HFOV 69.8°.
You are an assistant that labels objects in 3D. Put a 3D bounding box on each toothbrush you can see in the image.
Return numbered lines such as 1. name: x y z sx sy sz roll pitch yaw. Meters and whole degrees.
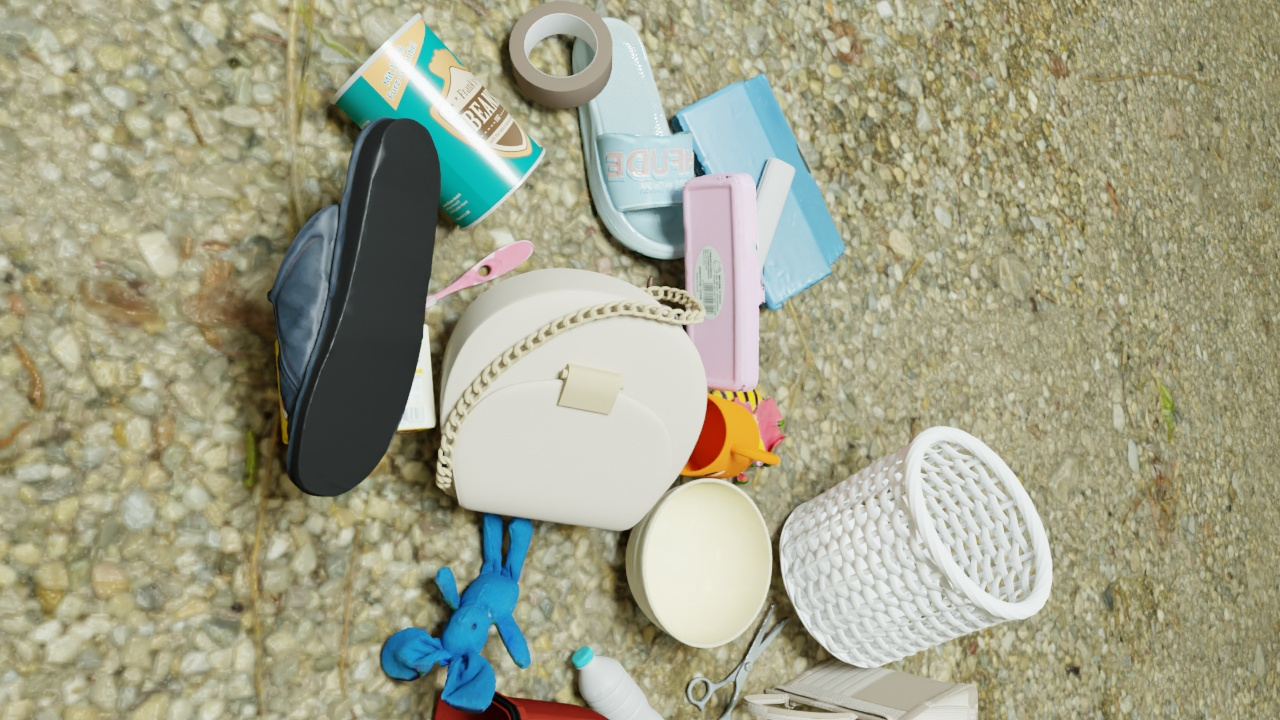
1. toothbrush: -0.143 -0.074 0.802 0.134 0.016 0.021 -35 104 -32

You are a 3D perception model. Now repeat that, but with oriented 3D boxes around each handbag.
1. handbag: -0.058 0.031 0.753 0.210 0.103 0.209 12 108 -19
2. handbag: 0.187 0.330 0.883 0.197 0.176 0.062 11 78 -31

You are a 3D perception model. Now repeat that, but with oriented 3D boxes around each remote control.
1. remote control: 0.128 -0.146 0.953 0.033 0.012 0.131 22 83 -20

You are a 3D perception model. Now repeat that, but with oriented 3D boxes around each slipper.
1. slipper: -0.212 -0.041 0.646 0.109 0.083 0.265 18 82 -71
2. slipper: -0.001 -0.216 0.885 0.103 0.074 0.245 -15 91 -34

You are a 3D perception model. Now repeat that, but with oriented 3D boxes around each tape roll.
1. tape roll: -0.072 -0.281 0.843 0.093 0.030 0.093 1 75 -2

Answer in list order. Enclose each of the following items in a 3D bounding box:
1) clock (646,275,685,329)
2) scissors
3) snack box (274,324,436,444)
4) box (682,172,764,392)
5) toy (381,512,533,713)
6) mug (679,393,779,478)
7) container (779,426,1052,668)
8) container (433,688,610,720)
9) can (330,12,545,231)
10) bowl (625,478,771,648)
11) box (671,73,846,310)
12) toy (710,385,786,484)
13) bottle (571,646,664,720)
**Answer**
1. clock: -0.005 0.005 0.850 0.104 0.056 0.147 45 55 -49
2. scissors: 0.105 0.325 0.923 0.152 0.014 0.131 -16 92 -32
3. snack box: -0.221 0.018 0.708 0.105 0.061 0.083 -2 84 -35
4. box: 0.086 -0.077 0.884 0.101 0.111 0.201 -12 103 -46
5. toy: -0.139 0.201 0.738 0.175 0.113 0.071 -69 158 -44
6. mug: 0.077 0.076 0.856 0.096 0.113 0.077 20 87 -65
7. container: 0.268 0.189 0.914 0.189 0.187 0.189 21 49 -27
8. container: -0.130 0.326 0.699 0.200 0.127 0.148 16 75 -39
9. can: -0.164 -0.192 0.753 0.144 0.099 0.099 45 61 -21
10. bowl: 0.043 0.186 0.860 0.150 0.075 0.150 5 82 -35
11. box: 0.146 -0.192 0.997 0.174 0.060 0.232 -36 103 -34
12. toy: 0.109 0.069 0.944 0.084 0.046 0.103 -26 94 -21
13. bottle: -0.016 0.311 0.822 0.044 0.044 0.136 -44 109 -31
